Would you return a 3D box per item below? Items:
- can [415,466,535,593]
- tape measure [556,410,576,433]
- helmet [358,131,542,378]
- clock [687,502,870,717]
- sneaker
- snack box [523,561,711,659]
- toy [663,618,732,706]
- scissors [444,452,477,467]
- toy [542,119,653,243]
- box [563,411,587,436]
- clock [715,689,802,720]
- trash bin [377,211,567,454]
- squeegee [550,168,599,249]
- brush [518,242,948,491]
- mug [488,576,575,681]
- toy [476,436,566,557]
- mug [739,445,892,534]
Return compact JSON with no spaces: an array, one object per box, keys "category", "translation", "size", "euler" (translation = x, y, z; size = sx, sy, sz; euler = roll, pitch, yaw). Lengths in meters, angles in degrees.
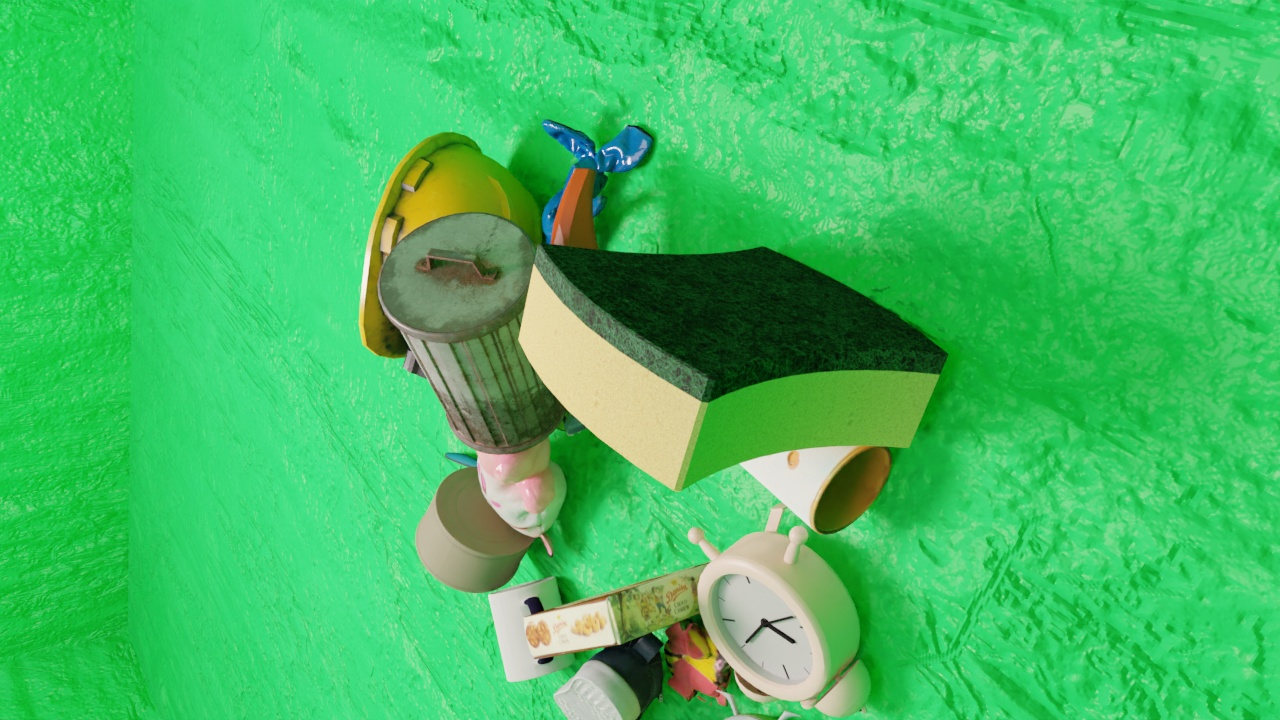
[{"category":"can","translation":[-0.186,0.193,1.056],"size":[0.127,0.127,0.073],"euler":[55,133,29]},{"category":"tape measure","translation":[-0.077,0.044,0.955],"size":[0.036,0.065,0.058],"euler":[12,81,48]},{"category":"helmet","translation":[-0.179,-0.102,0.973],"size":[0.131,0.205,0.255],"euler":[21,97,21]},{"category":"clock","translation":[0.118,0.206,0.752],"size":[0.131,0.086,0.160],"euler":[-14,94,51]},{"category":"sneaker","translation":[-0.024,0.331,0.924],"size":[0.089,0.087,0.236],"euler":[42,150,14]},{"category":"snack box","translation":[-0.009,0.227,0.839],"size":[0.144,0.146,0.041],"euler":[-30,72,48]},{"category":"toy","translation":[0.054,0.281,0.855],"size":[0.084,0.046,0.104],"euler":[59,141,7]},{"category":"scissors","translation":[-0.201,0.139,1.145],"size":[0.149,0.019,0.131],"euler":[50,134,21]},{"category":"toy","translation":[-0.064,-0.163,0.908],"size":[0.113,0.070,0.177],"euler":[38,123,27]},{"category":"box","translation":[-0.007,0.005,0.857],"size":[0.072,0.078,0.211],"euler":[54,132,34]},{"category":"clock","translation":[0.095,0.353,0.786],"size":[0.094,0.042,0.119],"euler":[8,76,30]},{"category":"trash bin","translation":[-0.138,-0.022,0.802],"size":[0.131,0.130,0.211],"euler":[52,164,32]},{"category":"squeegee","translation":[-0.056,-0.081,0.834],"size":[0.250,0.055,0.185],"euler":[-164,77,-69]},{"category":"brush","translation":[0.062,-0.009,0.639],"size":[0.195,0.249,0.075],"euler":[40,124,44]},{"category":"mug","translation":[-0.118,0.298,1.020],"size":[0.112,0.078,0.097],"euler":[142,115,-70]},{"category":"toy","translation":[-0.130,0.113,0.969],"size":[0.142,0.084,0.213],"euler":[46,159,31]},{"category":"mug","translation":[0.126,0.070,0.706],"size":[0.105,0.082,0.082],"euler":[40,124,39]}]
